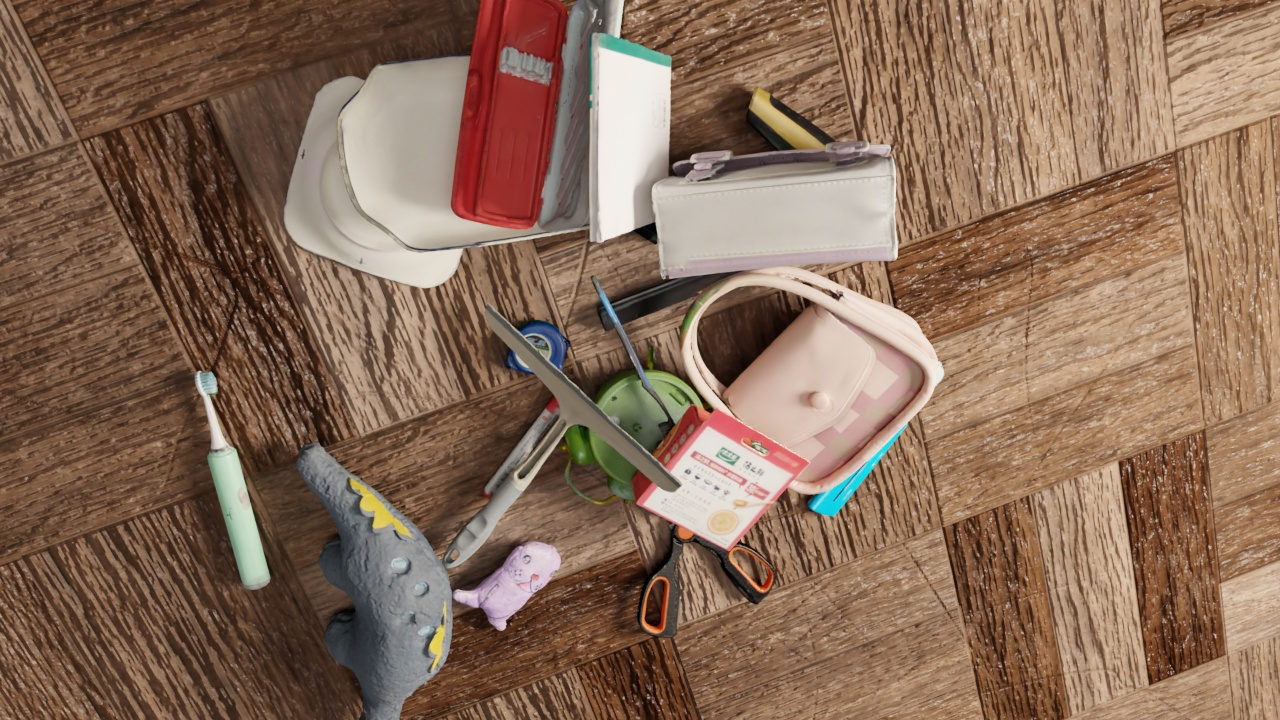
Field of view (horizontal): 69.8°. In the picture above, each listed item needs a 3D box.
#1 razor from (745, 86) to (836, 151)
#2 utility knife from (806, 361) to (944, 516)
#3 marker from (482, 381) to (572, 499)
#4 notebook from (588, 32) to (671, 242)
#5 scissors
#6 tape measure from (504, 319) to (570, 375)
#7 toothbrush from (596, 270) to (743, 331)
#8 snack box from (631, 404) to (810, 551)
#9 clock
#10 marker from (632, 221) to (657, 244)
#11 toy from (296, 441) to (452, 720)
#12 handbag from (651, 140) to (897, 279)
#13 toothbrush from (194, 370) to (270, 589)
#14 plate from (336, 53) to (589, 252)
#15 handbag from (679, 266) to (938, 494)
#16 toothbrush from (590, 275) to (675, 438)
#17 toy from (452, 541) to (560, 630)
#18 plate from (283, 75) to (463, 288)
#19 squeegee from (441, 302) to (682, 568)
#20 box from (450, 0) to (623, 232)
[{"bbox_3d":[0.168,-0.200,0.868,0.167,0.062,0.068,35,130,-13],"label":"razor"},{"bbox_3d":[0.257,0.085,0.989,0.034,0.018,0.209,37,96,-18],"label":"utility knife"},{"bbox_3d":[-0.111,0.080,0.919,0.017,0.017,0.145,35,98,-18],"label":"marker"},{"bbox_3d":[-0.004,-0.184,0.764,0.012,0.208,0.150,5,105,15],"label":"notebook"},{"bbox_3d":[0.055,0.199,0.986,0.230,0.021,0.221,23,97,-14],"label":"scissors"},{"bbox_3d":[-0.099,-0.012,0.888,0.058,0.025,0.054,13,102,-11],"label":"tape measure"},{"bbox_3d":[0.060,-0.079,0.898,0.212,0.027,0.026,-22,153,-4],"label":"toothbrush"},{"bbox_3d":[0.074,0.104,0.867,0.113,0.044,0.127,30,112,-19],"label":"snack box"},{"bbox_3d":[-0.009,0.075,0.911,0.116,0.056,0.161,42,92,-16],"label":"clock"},{"bbox_3d":[-0.034,-0.151,0.862,0.132,0.020,0.022,30,70,-16],"label":"marker"},{"bbox_3d":[-0.254,0.248,0.906,0.138,0.091,0.357,-1,105,3],"label":"toy"},{"bbox_3d":[0.120,-0.137,0.801,0.197,0.144,0.098,-3,106,12],"label":"handbag"},{"bbox_3d":[-0.390,0.116,0.873,0.027,0.026,0.225,-3,108,13],"label":"toothbrush"},{"bbox_3d":[-0.125,-0.183,0.799,0.265,0.034,0.162,-13,96,-19],"label":"plate"},{"bbox_3d":[0.145,0.003,0.882,0.234,0.093,0.194,34,117,-15],"label":"handbag"},{"bbox_3d":[-0.005,0.005,0.859,0.016,0.014,0.189,-24,106,12],"label":"toothbrush"},{"bbox_3d":[-0.131,0.226,0.945,0.108,0.039,0.084,-40,130,4],"label":"toy"},{"bbox_3d":[-0.225,-0.154,0.818,0.164,0.034,0.164,17,102,-15],"label":"plate"},{"bbox_3d":[-0.118,0.115,0.892,0.246,0.039,0.247,42,110,9],"label":"squeegee"},{"bbox_3d":[-0.082,-0.209,0.742,0.112,0.100,0.201,9,88,-21],"label":"box"}]
